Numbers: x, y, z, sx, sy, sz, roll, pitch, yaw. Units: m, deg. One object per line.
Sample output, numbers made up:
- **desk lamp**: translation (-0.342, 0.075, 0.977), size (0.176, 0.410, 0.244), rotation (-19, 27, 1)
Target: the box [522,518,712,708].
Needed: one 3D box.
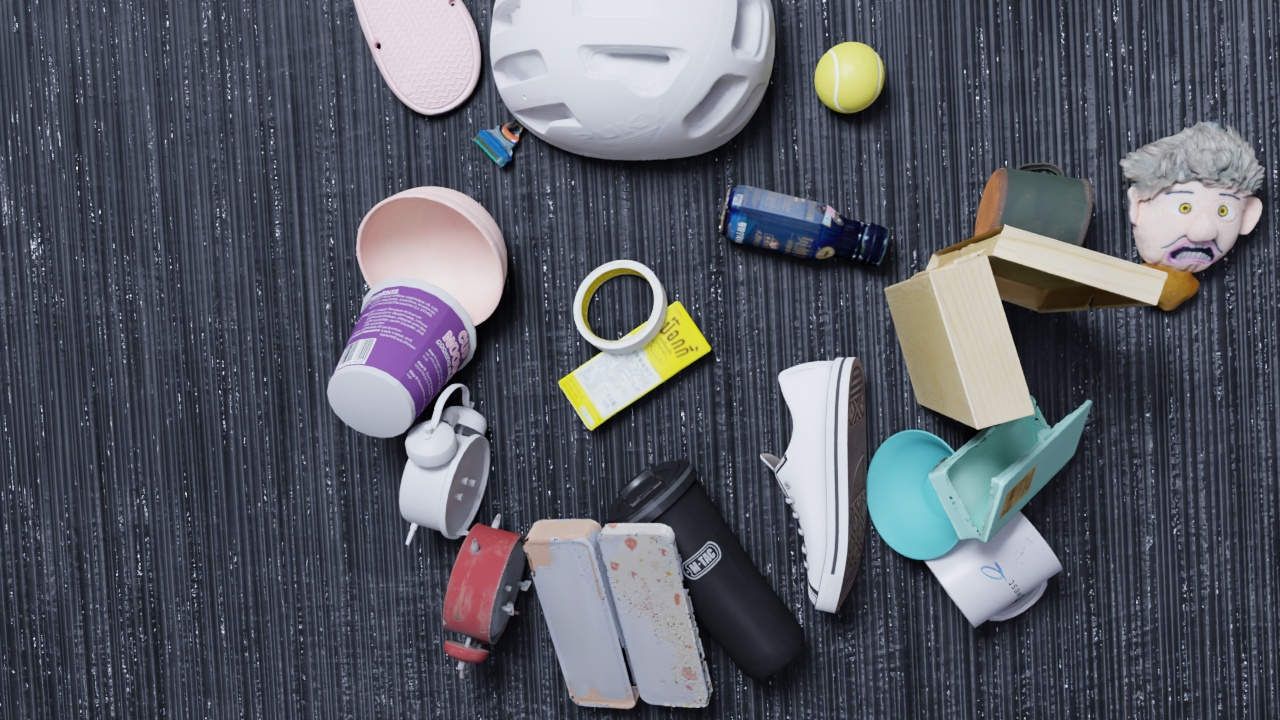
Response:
- **box**: translation (-0.018, 0.248, 0.884), size (0.151, 0.043, 0.216), rotation (-6, 115, 15)

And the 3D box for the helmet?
- **helmet**: translation (-0.017, -0.312, 0.877), size (0.283, 0.183, 0.224), rotation (12, 88, 21)

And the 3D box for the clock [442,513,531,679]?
- **clock**: translation (-0.151, 0.242, 0.915), size (0.062, 0.109, 0.157), rotation (14, 100, 6)

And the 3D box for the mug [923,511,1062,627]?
- **mug**: translation (0.341, 0.204, 0.879), size (0.096, 0.083, 0.119), rotation (-37, 115, 6)

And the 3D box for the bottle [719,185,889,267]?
- **bottle**: translation (0.159, -0.128, 0.893), size (0.161, 0.056, 0.056), rotation (14, 93, 5)

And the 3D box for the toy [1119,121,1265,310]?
- **toy**: translation (0.504, -0.132, 0.848), size (0.133, 0.076, 0.176), rotation (9, 100, 6)

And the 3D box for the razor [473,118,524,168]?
- **razor**: translation (-0.105, -0.259, 0.938), size (0.141, 0.018, 0.044), rotation (-43, 90, 2)

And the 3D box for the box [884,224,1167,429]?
- **box**: translation (0.295, -0.043, 0.785), size (0.184, 0.248, 0.141), rotation (-38, 88, 6)

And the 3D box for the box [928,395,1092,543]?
- **box**: translation (0.346, 0.090, 0.814), size (0.080, 0.188, 0.077), rotation (-26, 88, 50)

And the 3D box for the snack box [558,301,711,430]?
- **snack box**: translation (-0.006, 0.005, 0.931), size (0.149, 0.025, 0.061), rotation (-34, 88, 6)

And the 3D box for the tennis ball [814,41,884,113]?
- **tennis ball**: translation (0.200, -0.271, 0.879), size (0.065, 0.065, 0.065), rotation (0, 92, 6)

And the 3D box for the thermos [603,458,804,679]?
- **thermos**: translation (0.065, 0.204, 0.897), size (0.106, 0.105, 0.218), rotation (-39, 93, 6)

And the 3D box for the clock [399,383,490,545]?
- **clock**: translation (-0.189, 0.102, 0.912), size (0.061, 0.119, 0.159), rotation (13, 104, 11)

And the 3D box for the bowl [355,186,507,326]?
- **bowl**: translation (-0.196, -0.111, 0.912), size (0.153, 0.076, 0.153), rotation (7, 128, 9)

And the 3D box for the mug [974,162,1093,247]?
- **mug**: translation (0.367, -0.145, 0.863), size (0.081, 0.085, 0.110), rotation (11, 62, 7)

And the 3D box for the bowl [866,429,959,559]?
- **bowl**: translation (0.278, 0.127, 0.881), size (0.046, 0.121, 0.121), rotation (3, 93, -34)

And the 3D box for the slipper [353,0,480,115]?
- **slipper**: translation (-0.236, -0.360, 0.930), size (0.107, 0.055, 0.221), rotation (-25, 98, 5)

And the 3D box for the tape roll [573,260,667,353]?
- **tape roll**: translation (-0.020, -0.054, 0.918), size (0.094, 0.019, 0.094), rotation (-6, 72, 17)

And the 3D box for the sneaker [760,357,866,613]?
- **sneaker**: translation (0.163, 0.120, 0.893), size (0.097, 0.091, 0.245), rotation (1, 97, 26)

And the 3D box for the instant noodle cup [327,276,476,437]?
- **instant noodle cup**: translation (-0.241, 0.007, 0.887), size (0.137, 0.121, 0.122), rotation (-31, 115, 32)
